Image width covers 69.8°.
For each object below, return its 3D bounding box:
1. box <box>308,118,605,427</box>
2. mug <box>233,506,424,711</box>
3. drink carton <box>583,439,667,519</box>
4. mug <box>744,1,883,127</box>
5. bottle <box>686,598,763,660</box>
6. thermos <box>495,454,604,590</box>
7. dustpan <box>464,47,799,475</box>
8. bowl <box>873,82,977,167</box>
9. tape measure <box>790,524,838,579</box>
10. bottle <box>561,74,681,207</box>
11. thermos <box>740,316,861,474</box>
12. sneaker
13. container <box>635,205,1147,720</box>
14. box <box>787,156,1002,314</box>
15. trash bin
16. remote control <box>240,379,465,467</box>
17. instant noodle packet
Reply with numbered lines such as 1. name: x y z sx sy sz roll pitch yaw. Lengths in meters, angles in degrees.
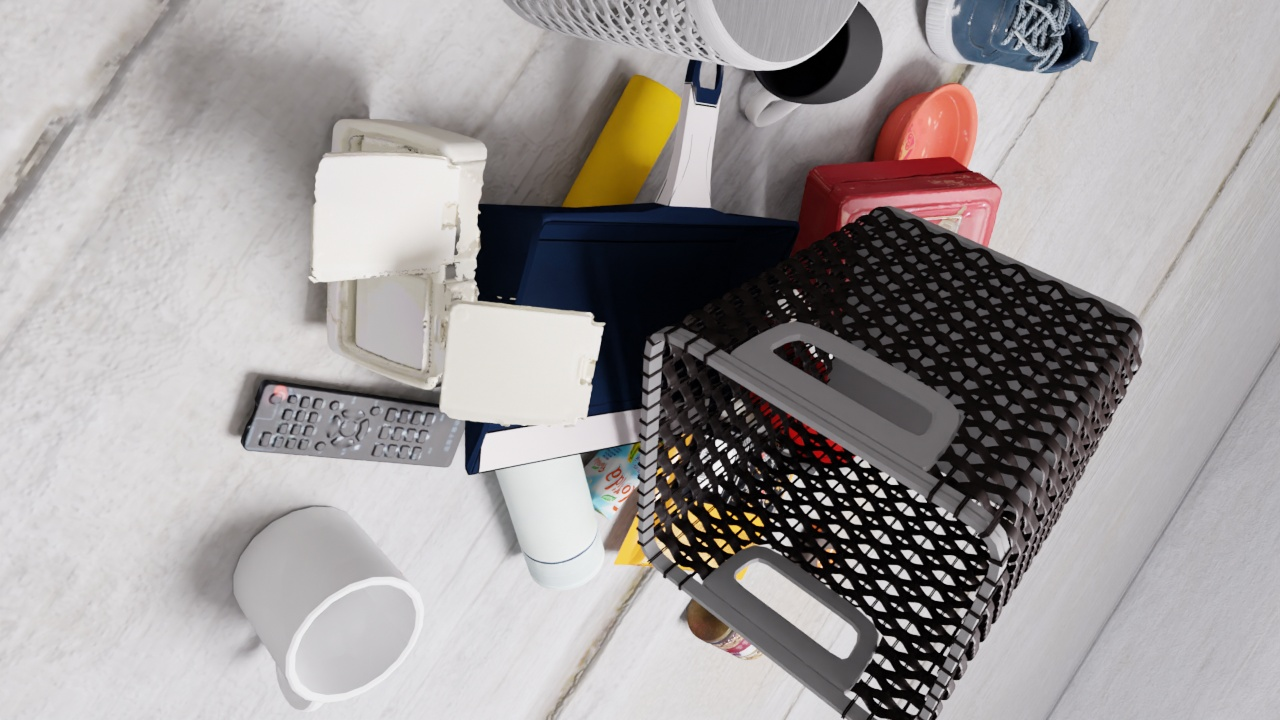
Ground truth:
1. box: -0.120 -0.043 0.473 0.104 0.187 0.144 -21 122 -54
2. mug: -0.210 0.171 0.603 0.091 0.090 0.121 14 103 -48
3. drink carton: -0.005 0.076 0.786 0.128 0.038 0.044 -48 138 -12
4. mug: 0.134 -0.230 0.719 0.100 0.085 0.119 -16 155 -53
5. bottle: 0.099 0.290 1.003 0.056 0.056 0.105 -54 139 -5
6. thermos: -0.077 0.079 0.696 0.067 0.068 0.230 -33 132 -27
7. dustpan: 0.009 -0.062 0.607 0.235 0.080 0.273 -6 105 -42
8. bowl: 0.265 -0.203 0.878 0.130 0.045 0.131 -23 128 -33
9. tape measure: 0.208 0.226 1.089 0.058 0.038 0.058 30 91 -35
10. bottle: -0.021 -0.126 0.645 0.043 0.043 0.143 26 94 -49
11. thermos: 0.152 0.049 0.885 0.198 0.084 0.108 40 66 -47
12. sneaker: 0.355 -0.315 0.866 0.235 0.087 0.089 -6 117 -43
13. container: 0.172 0.064 0.654 0.242 0.247 0.246 -35 144 -33
14. box: 0.223 -0.110 0.821 0.157 0.087 0.129 -5 129 -14
15. trash bin: 0.020 -0.248 0.506 0.156 0.183 0.157 -23 128 -34
16. remote control: -0.184 0.042 0.605 0.150 0.022 0.047 13 104 -46
17. instant noodle packet: 0.077 0.140 0.909 0.220 0.032 0.160 22 95 -49
